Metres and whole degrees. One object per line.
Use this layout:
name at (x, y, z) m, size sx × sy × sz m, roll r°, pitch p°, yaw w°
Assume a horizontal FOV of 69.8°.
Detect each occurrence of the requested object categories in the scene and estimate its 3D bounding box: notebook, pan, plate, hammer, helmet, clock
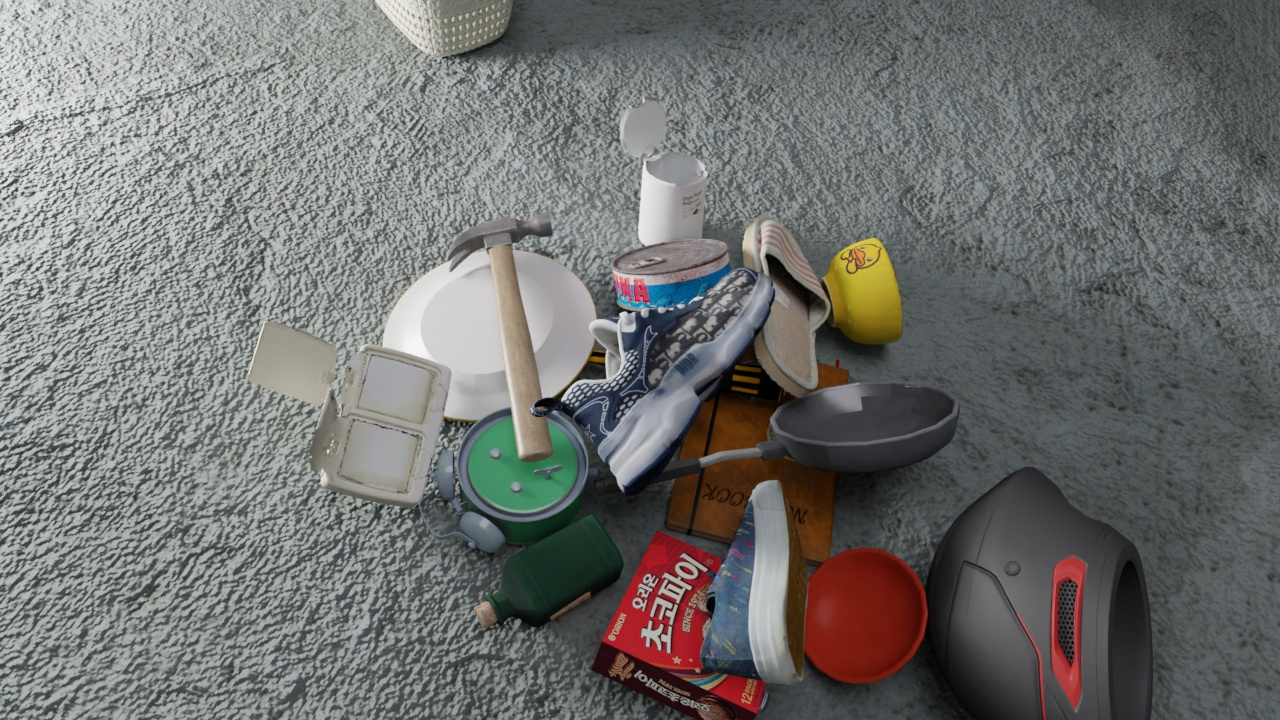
notebook at (0.120, 0.079, 0.956) m, size 0.178 × 0.014 × 0.248 m, roll 14°, pitch 55°, yaw 2°
pan at (0.132, 0.085, 0.878) m, size 0.357 × 0.041 × 0.178 m, roll -12°, pitch 15°, yaw -9°
plate at (-0.160, -0.037, 0.972) m, size 0.230 × 0.021 × 0.229 m, roll -2°, pitch 55°, yaw 3°
hammer at (-0.127, -0.032, 0.927) m, size 0.119 × 0.031 × 0.330 m, roll -11°, pitch 51°, yaw -6°
helmet at (0.335, 0.218, 0.796) m, size 0.170 × 0.164 × 0.264 m, roll -7°, pitch 55°, yaw 41°
hammer at (-0.006, 0.006, 0.965) m, size 0.321 × 0.036 × 0.123 m, roll 9°, pitch 55°, yaw 7°
clock at (-0.128, 0.114, 0.862) m, size 0.161 × 0.075 × 0.122 m, roll -25°, pitch 62°, yaw -23°

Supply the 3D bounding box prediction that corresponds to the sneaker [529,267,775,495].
sneaker at (0.020, -0.011, 0.846) m, size 0.132 × 0.103 × 0.268 m, roll 35°, pitch 59°, yaw 7°

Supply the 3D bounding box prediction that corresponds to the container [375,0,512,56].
container at (-0.279, -0.531, 1.240) m, size 0.184 × 0.143 × 0.246 m, roll -28°, pitch 64°, yaw -24°

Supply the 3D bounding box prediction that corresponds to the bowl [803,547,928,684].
bowl at (0.203, 0.233, 0.825) m, size 0.122 × 0.035 × 0.121 m, roll -22°, pitch 49°, yaw 26°

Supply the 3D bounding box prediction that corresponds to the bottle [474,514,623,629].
bottle at (-0.086, 0.197, 0.820) m, size 0.131 × 0.061 × 0.061 m, roll -26°, pitch 65°, yaw -23°

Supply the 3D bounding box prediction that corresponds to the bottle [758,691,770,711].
bottle at (0.060, 0.275, 0.801) m, size 0.110 × 0.036 × 0.036 m, roll 23°, pitch 56°, yaw 8°

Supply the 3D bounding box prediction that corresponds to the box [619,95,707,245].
box at (0.026, -0.210, 1.056) m, size 0.084 × 0.163 × 0.112 m, roll -25°, pitch 50°, yaw -29°

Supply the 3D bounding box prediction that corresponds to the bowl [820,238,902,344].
bowl at (0.240, -0.071, 1.017) m, size 0.067 × 0.117 × 0.117 m, roll -13°, pitch 58°, yaw 2°

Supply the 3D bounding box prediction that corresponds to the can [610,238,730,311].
can at (0.035, -0.094, 1.001) m, size 0.130 × 0.044 × 0.129 m, roll -8°, pitch 20°, yaw 3°

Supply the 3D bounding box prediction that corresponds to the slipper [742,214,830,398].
slipper at (0.158, -0.072, 0.985) m, size 0.115 × 0.052 × 0.262 m, roll 36°, pitch 36°, yaw -27°

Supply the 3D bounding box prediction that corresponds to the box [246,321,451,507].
box at (-0.257, 0.047, 0.839) m, size 0.185 × 0.096 × 0.145 m, roll 24°, pitch 65°, yaw -41°

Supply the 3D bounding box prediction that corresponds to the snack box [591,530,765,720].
snack box at (0.048, 0.230, 0.793) m, size 0.133 × 0.036 × 0.151 m, roll 23°, pitch 31°, yaw 8°

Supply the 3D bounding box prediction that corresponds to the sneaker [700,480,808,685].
sneaker at (0.097, 0.190, 0.792) m, size 0.079 × 0.087 × 0.235 m, roll -14°, pitch 22°, yaw 15°
